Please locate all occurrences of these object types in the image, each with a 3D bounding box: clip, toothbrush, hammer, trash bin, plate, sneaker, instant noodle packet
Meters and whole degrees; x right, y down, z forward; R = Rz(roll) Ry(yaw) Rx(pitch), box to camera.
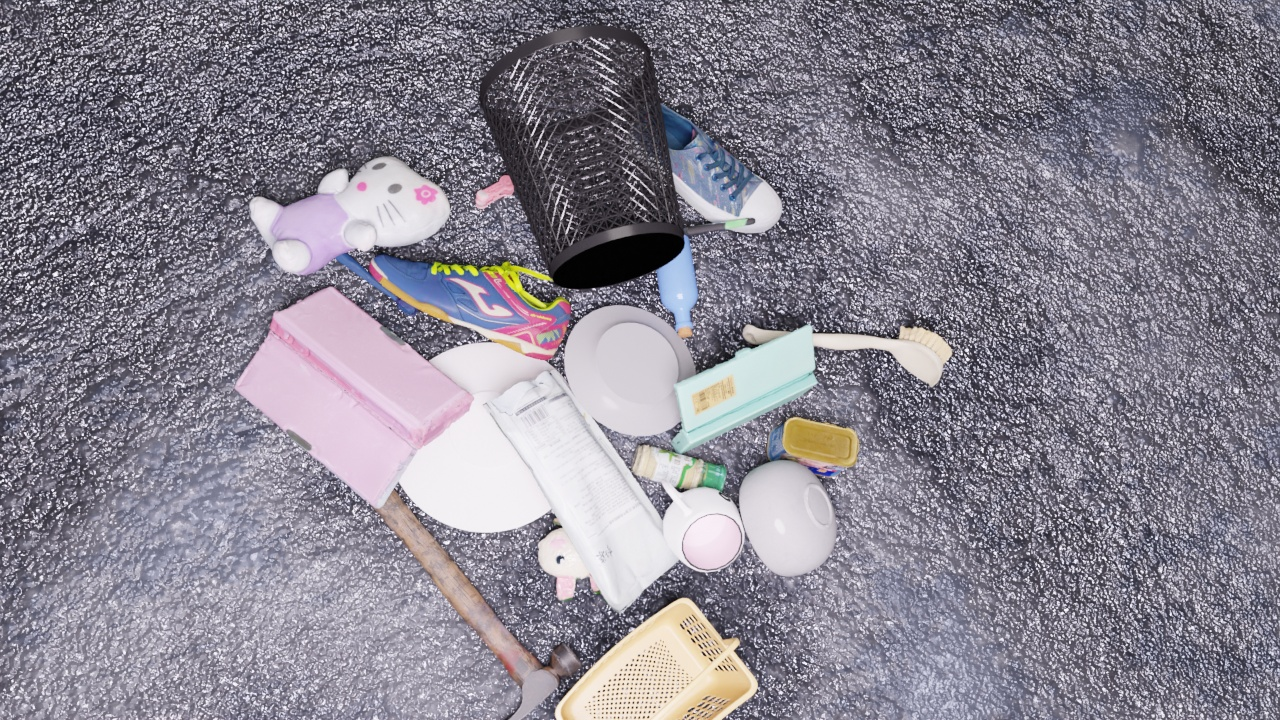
[{"bbox_3d":[-0.183,-0.216,1.162,0.059,0.041,0.023,-38,85,-16],"label":"clip"},{"bbox_3d":[-0.346,-0.115,1.110,0.190,0.017,0.016,38,69,3],"label":"toothbrush"},{"bbox_3d":[-0.215,0.247,1.009,0.119,0.033,0.330,-39,82,-18],"label":"hammer"},{"bbox_3d":[-0.058,-0.229,1.100,0.216,0.217,0.243,-13,77,-15],"label":"trash bin"},{"bbox_3d":[0.057,-0.166,1.186,0.188,0.017,0.014,-10,91,-2],"label":"toothbrush"},{"bbox_3d":[-0.007,0.007,1.110,0.172,0.019,0.172,10,63,-20],"label":"plate"},{"bbox_3d":[0.086,-0.253,1.203,0.235,0.079,0.087,34,69,2],"label":"sneaker"},{"bbox_3d":[-0.198,-0.087,1.091,0.242,0.116,0.091,24,97,-6],"label":"sneaker"},{"bbox_3d":[-0.064,0.140,1.034,0.269,0.057,0.146,57,37,4],"label":"instant noodle packet"},{"bbox_3d":[-0.177,0.083,1.069,0.229,0.030,0.229,3,72,-10],"label":"plate"}]

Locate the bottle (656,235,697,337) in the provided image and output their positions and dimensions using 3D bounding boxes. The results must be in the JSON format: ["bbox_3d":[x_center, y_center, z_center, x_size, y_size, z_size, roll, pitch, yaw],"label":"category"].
[{"bbox_3d":[0.047,-0.092,1.159,0.048,0.048,0.131,-4,73,-12],"label":"bottle"}]

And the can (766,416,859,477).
[{"bbox_3d":[0.211,0.105,1.119,0.100,0.059,0.053,12,70,-7],"label":"can"}]

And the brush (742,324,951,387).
[{"bbox_3d":[0.265,-0.020,1.178,0.272,0.062,0.077,8,54,-3],"label":"brush"}]

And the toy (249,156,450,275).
[{"bbox_3d":[-0.335,-0.166,1.078,0.209,0.086,0.137,-25,54,-23],"label":"toy"}]

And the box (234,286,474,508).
[{"bbox_3d":[-0.324,0.029,1.024,0.233,0.075,0.172,35,70,11],"label":"box"}]

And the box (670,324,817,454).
[{"bbox_3d":[0.125,0.041,1.088,0.186,0.138,0.056,-25,61,-17],"label":"box"}]

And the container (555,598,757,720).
[{"bbox_3d":[0.014,0.345,0.945,0.183,0.167,0.129,-37,82,-19],"label":"container"}]

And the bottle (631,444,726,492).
[{"bbox_3d":[0.045,0.131,1.090,0.110,0.043,0.042,17,70,-4],"label":"bottle"}]

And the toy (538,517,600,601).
[{"bbox_3d":[-0.072,0.214,1.039,0.087,0.050,0.112,-1,78,-11],"label":"toy"}]

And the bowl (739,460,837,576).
[{"bbox_3d":[0.179,0.176,1.052,0.131,0.065,0.131,30,46,-37],"label":"bowl"}]

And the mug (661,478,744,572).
[{"bbox_3d":[0.061,0.179,1.044,0.090,0.076,0.124,-39,111,1],"label":"mug"}]
